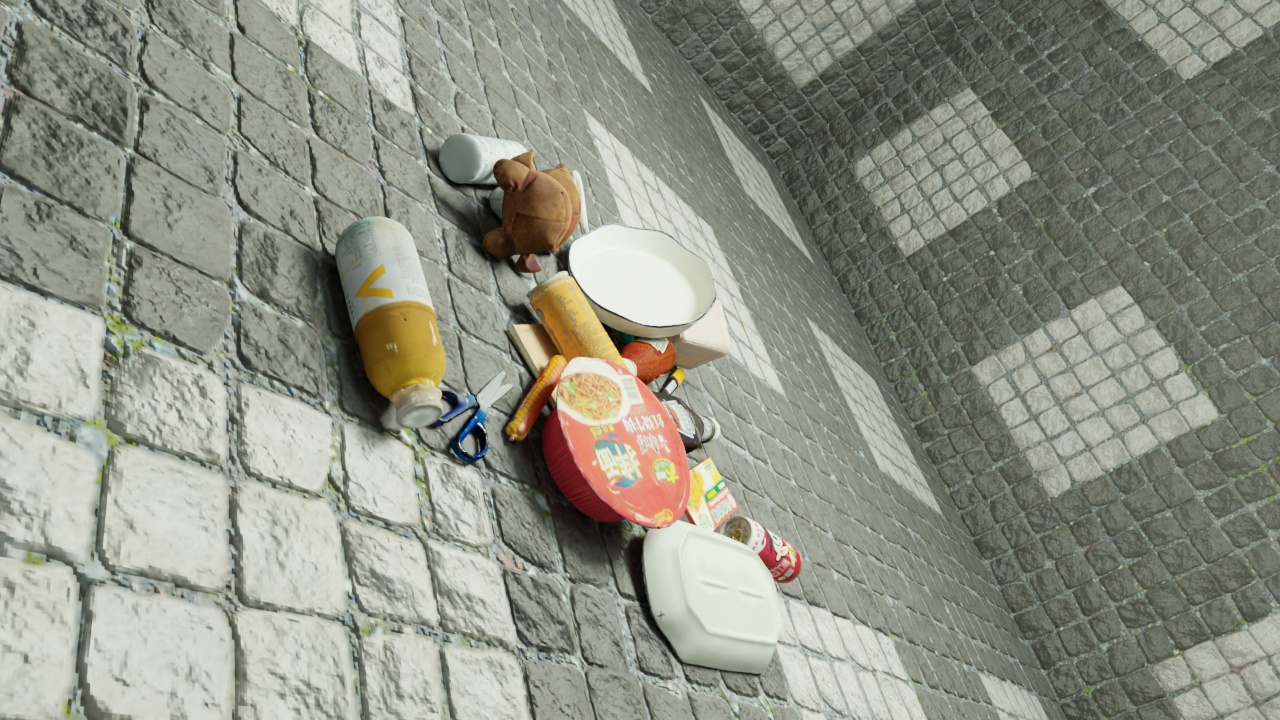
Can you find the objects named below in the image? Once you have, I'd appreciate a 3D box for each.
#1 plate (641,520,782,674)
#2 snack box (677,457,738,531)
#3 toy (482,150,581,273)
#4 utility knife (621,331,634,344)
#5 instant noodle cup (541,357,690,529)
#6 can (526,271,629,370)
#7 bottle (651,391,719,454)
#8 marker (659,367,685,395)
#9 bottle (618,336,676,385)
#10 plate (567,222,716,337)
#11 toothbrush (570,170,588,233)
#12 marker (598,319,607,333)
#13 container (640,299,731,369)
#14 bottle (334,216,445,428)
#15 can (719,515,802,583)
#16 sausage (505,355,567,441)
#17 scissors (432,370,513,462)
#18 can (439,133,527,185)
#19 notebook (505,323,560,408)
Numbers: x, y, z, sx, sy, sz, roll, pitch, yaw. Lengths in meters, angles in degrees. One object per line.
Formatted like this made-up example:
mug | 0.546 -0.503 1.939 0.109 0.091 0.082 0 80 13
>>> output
plate | 0.090 0.256 1.014 0.265 0.034 0.161 31 42 -49
snack box | 0.074 0.174 1.150 0.077 0.027 0.155 60 21 6
toy | -0.131 -0.183 1.117 0.130 0.140 0.199 16 17 9
utility knife | -0.016 -0.064 1.328 0.029 0.013 0.151 46 25 -22
instant noodle cup | -0.034 0.093 0.943 0.193 0.066 0.193 35 37 -32
can | -0.069 -0.026 1.043 0.146 0.058 0.058 58 20 3
bottle | 0.053 0.086 1.213 0.194 0.044 0.080 17 45 -61
marker | 0.043 0.036 1.308 0.018 0.015 0.123 59 22 -7
bottle | -0.007 0.007 1.169 0.060 0.060 0.205 57 20 2
plate | -0.001 -0.105 1.239 0.204 0.046 0.204 11 45 -11
toothbrush | -0.079 -0.195 1.253 0.016 0.016 0.180 59 -12 32
marker | -0.050 -0.059 1.231 0.022 0.018 0.130 57 19 -26
container | 0.059 -0.045 1.334 0.110 0.090 0.090 10 63 -51
bottle | -0.204 -0.032 0.762 0.068 0.068 0.189 25 37 -55
can | 0.157 0.246 1.193 0.132 0.053 0.053 37 28 -43
sausage | -0.104 0.036 0.936 0.021 0.021 0.164 51 27 -15
scissors | -0.145 0.050 0.860 0.173 0.012 0.124 15 43 -63
can | -0.189 -0.247 1.136 0.058 0.058 0.146 57 20 2
notebook | -0.064 0.048 1.049 0.211 0.012 0.149 60 20 7
